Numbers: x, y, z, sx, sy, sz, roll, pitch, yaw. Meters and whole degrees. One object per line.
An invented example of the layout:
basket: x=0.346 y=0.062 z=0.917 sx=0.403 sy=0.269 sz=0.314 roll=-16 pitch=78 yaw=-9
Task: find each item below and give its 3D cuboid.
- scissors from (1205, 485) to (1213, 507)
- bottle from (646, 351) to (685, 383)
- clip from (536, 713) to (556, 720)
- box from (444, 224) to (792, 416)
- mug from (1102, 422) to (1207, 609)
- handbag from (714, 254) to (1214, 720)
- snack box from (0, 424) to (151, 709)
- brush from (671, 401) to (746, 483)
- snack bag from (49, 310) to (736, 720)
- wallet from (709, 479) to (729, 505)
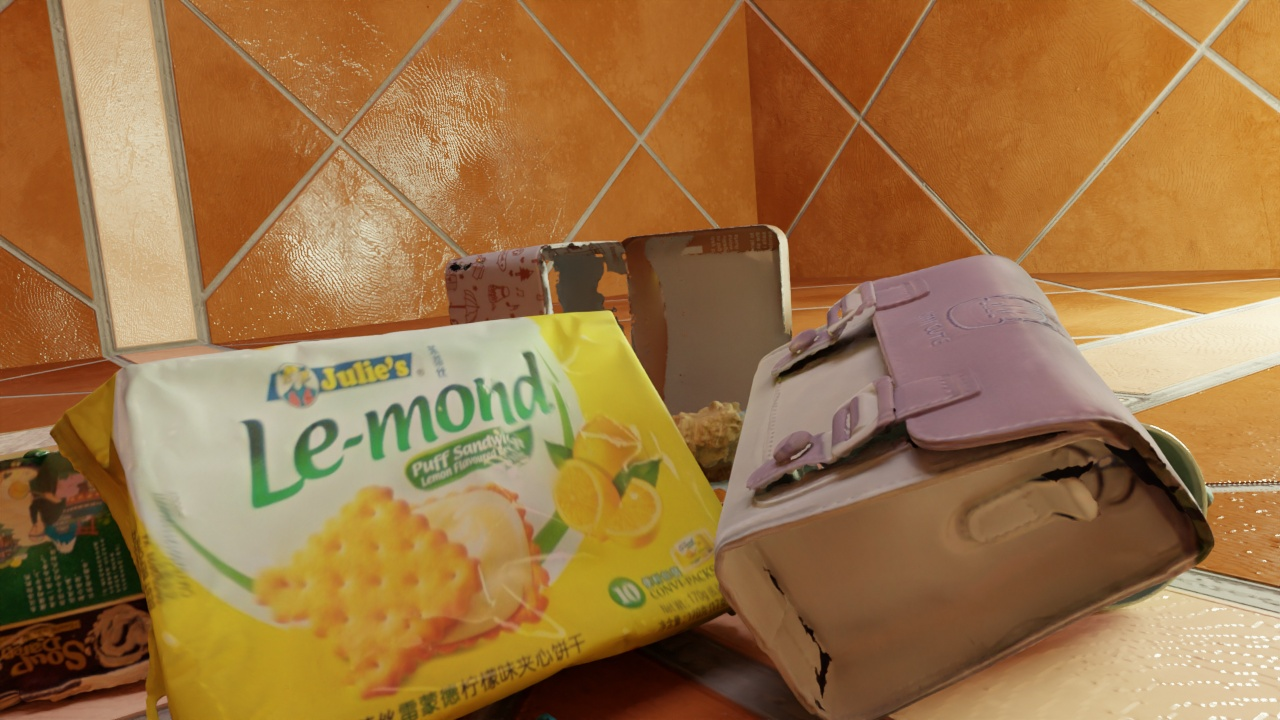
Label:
scissors: x=0.275 y=0.037 z=0.577 sx=0.170 sy=0.019 sz=0.181 roll=41 pitch=11 yaw=29
bottle: x=0.030 y=0.014 z=0.878 sx=0.065 sy=0.065 sz=0.218 roll=-4 pitch=2 yaw=1
clip: x=-0.026 y=0.131 z=0.297 sx=0.045 sy=0.014 sz=0.057 roll=-12 pitch=11 yaw=-34
box: x=-0.008 y=0.003 z=0.637 sx=0.198 sy=0.181 sz=0.157 roll=-1 pitch=7 yaw=25
mug: x=0.182 y=0.067 z=0.438 sx=0.111 sy=0.082 sz=0.106 roll=-29 pitch=11 yaw=-4
handbag: x=0.113 y=0.031 z=0.374 sx=0.145 sy=0.098 sz=0.196 roll=-28 pitch=13 yaw=20
snack box: x=-0.267 y=0.084 z=0.426 sx=0.118 sy=0.105 sz=0.117 roll=-9 pitch=10 yaw=-16
brush: x=0.103 y=0.030 z=0.548 sx=0.255 sy=0.045 sz=0.083 roll=-21 pitch=-32 yaw=16
snack bag: x=-0.077 y=0.065 z=0.364 sx=0.245 sy=0.158 sz=0.068 roll=-9 pitch=-32 yaw=-38
wallet: x=0.052 y=0.088 z=0.496 sx=0.106 sy=0.037 sz=0.130 roll=-6 pitch=7 yaw=-17
